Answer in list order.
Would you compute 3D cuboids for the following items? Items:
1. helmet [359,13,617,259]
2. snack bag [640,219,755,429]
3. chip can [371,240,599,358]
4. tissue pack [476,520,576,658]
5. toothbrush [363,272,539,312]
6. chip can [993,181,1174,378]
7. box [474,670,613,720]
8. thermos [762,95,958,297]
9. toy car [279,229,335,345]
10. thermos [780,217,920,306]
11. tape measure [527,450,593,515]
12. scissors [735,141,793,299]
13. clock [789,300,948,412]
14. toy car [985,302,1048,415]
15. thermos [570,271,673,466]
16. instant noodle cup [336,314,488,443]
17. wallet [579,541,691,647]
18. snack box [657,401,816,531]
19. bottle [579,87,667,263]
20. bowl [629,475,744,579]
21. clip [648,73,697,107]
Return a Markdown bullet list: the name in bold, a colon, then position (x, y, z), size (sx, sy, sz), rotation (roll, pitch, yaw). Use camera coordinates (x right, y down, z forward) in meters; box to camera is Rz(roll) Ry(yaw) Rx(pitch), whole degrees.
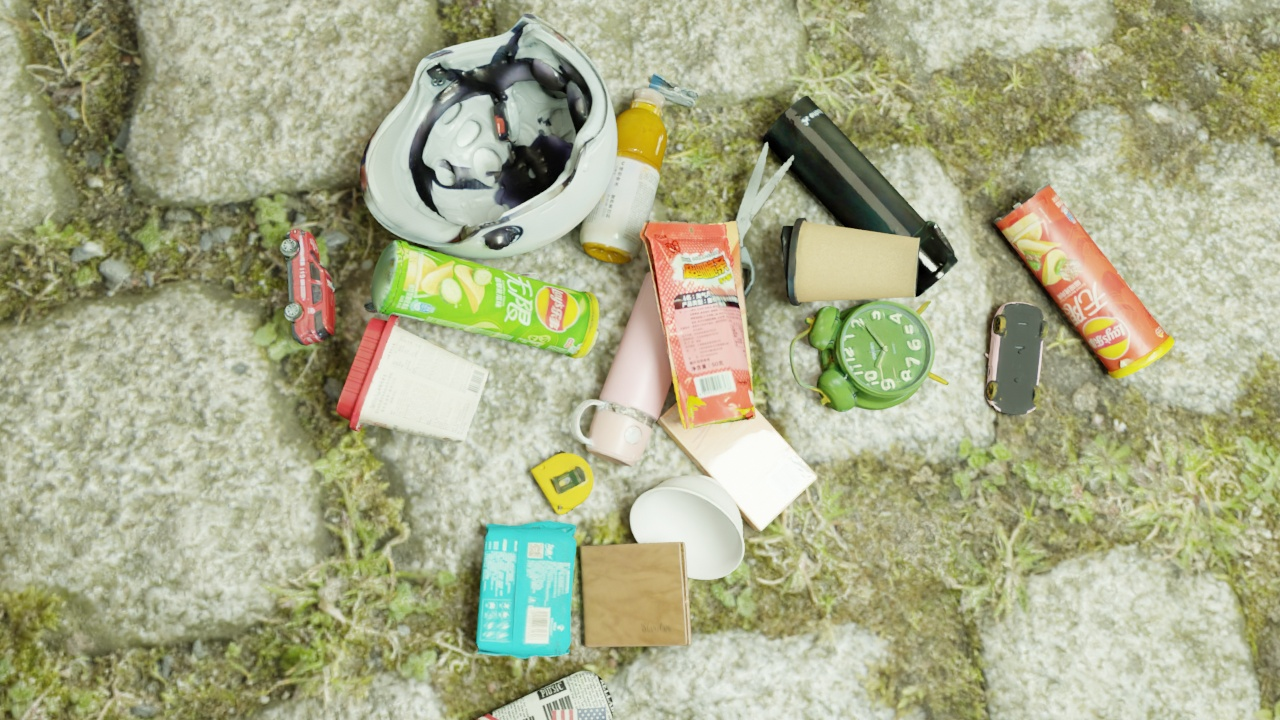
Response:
- **helmet**: position (-0.137, -0.201, 0.934), size (0.259, 0.146, 0.229), rotation (-31, 65, 9)
- **snack bag**: position (0.064, -0.038, 0.911), size (0.128, 0.073, 0.208), rotation (-7, 86, -41)
- **chip can**: position (-0.151, -0.058, 0.903), size (0.221, 0.073, 0.072), rotation (13, 77, -29)
- **tissue pack**: position (-0.112, 0.225, 0.909), size (0.093, 0.050, 0.133), rotation (3, 79, -1)
- **toothbrush**: position (-0.200, -0.074, 0.976), size (0.187, 0.017, 0.016), rotation (-10, 81, -5)
- **chip can**: position (0.477, -0.087, 0.992), size (0.073, 0.073, 0.216), rotation (-33, 82, -9)
- **box**: position (-0.105, 0.359, 0.894), size (0.164, 0.051, 0.068), rotation (-21, 92, -6)
- **thermos**: position (0.245, -0.181, 1.005), size (0.242, 0.069, 0.089), rotation (48, 49, 4)
- **toy car**: position (-0.343, -0.076, 0.952), size (0.045, 0.053, 0.120), rotation (-8, 83, -7)
- **thermos**: position (0.214, -0.100, 0.952), size (0.143, 0.093, 0.093), rotation (4, 78, 18)
- **tape measure**: position (-0.077, 0.123, 0.941), size (0.057, 0.029, 0.060), rotation (-31, 83, -9)
- **scissors**: position (0.111, -0.143, 0.990), size (0.165, 0.014, 0.163), rotation (-21, 91, 4)
- **clock**: position (0.236, -0.006, 0.970), size (0.161, 0.056, 0.116), rotation (-9, 79, -5)
- **toy car**: position (0.403, -0.002, 0.990), size (0.056, 0.037, 0.122), rotation (6, 92, 0)
- **thermos**: position (-0.006, 0.006, 0.944), size (0.087, 0.067, 0.198), rotation (27, 78, -26)
- **instant noodle cup**: position (-0.224, 0.028, 0.914), size (0.124, 0.116, 0.116), rotation (20, 79, -11)
- **wallet**: position (-0.007, 0.231, 0.908), size (0.115, 0.020, 0.101), rotation (-9, 79, 24)
- **snack box**: position (0.100, 0.092, 0.958), size (0.084, 0.026, 0.157), rotation (-41, 84, -9)
- **bottle**: position (-0.013, -0.200, 0.984), size (0.068, 0.068, 0.189), rotation (15, 79, -1)
- **bowl**: position (0.055, 0.154, 0.918), size (0.118, 0.119, 0.064), rotation (32, 41, 3)
- **clip**: position (0.036, -0.300, 1.030), size (0.058, 0.026, 0.038), rotation (17, 71, -4)
